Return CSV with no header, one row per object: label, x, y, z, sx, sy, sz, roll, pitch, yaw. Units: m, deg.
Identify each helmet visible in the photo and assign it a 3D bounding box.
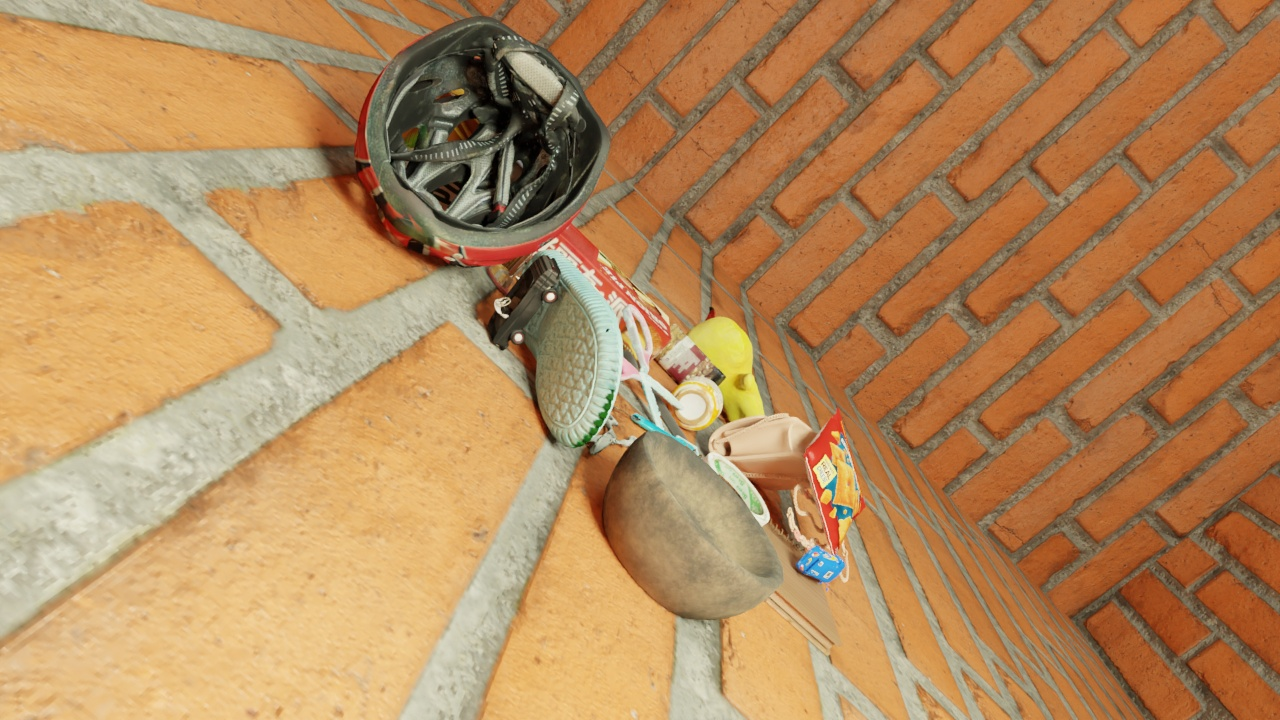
helmet,-0.156,-0.196,0.874,0.217,0.167,0.271,44,51,-11

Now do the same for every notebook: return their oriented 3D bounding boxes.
notebook,0.118,0.190,0.957,0.210,0.022,0.169,43,14,-12

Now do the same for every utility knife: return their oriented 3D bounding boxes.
utility knife,0.013,0.074,1.002,0.148,0.015,0.022,33,-8,-36

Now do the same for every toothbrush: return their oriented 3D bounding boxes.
toothbrush,-0.110,-0.036,0.946,0.015,0.016,0.184,13,36,-56
toothbrush,0.016,0.044,1.105,0.013,0.013,0.167,43,10,-49

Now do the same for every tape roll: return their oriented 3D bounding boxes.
tape roll,0.097,0.137,0.959,0.094,0.018,0.093,43,15,-14

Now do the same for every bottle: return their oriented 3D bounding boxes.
bottle,0.073,0.051,1.149,0.063,0.063,0.108,47,12,5
bottle,0.064,0.004,1.277,0.105,0.056,0.056,46,13,2

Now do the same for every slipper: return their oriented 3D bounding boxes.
slipper,-0.058,-0.019,0.842,0.069,0.116,0.276,17,22,-28

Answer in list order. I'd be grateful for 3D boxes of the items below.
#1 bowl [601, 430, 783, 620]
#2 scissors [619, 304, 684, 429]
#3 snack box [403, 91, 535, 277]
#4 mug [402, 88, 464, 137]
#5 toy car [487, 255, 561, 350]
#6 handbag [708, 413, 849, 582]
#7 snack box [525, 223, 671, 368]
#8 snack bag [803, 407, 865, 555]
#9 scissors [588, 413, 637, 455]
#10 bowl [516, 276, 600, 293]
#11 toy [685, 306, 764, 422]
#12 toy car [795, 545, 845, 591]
bowl,0.035,0.139,0.737,0.162,0.070,0.162,43,13,-13
scissors,-0.002,0.001,1.057,0.170,0.013,0.174,37,36,-34
snack box,-0.178,-0.193,1.014,0.186,0.101,0.031,46,13,2
mug,-0.256,-0.294,1.118,0.124,0.100,0.094,10,-7,34
toy car,-0.108,-0.054,0.834,0.037,0.092,0.040,30,19,-32
handbag,0.159,0.165,1.099,0.198,0.117,0.187,36,48,-53
snack box,-0.061,-0.100,1.192,0.236,0.060,0.113,43,13,-13
snack bag,0.223,0.140,1.055,0.143,0.039,0.131,-33,109,-58
scissors,-0.020,0.081,0.870,0.120,0.014,0.159,42,11,-17
bowl,-0.078,-0.068,1.062,0.114,0.051,0.114,43,13,-13
toy,0.124,0.019,1.342,0.207,0.092,0.134,59,-26,23
toy car,0.198,0.227,0.956,0.092,0.033,0.062,31,15,-43
